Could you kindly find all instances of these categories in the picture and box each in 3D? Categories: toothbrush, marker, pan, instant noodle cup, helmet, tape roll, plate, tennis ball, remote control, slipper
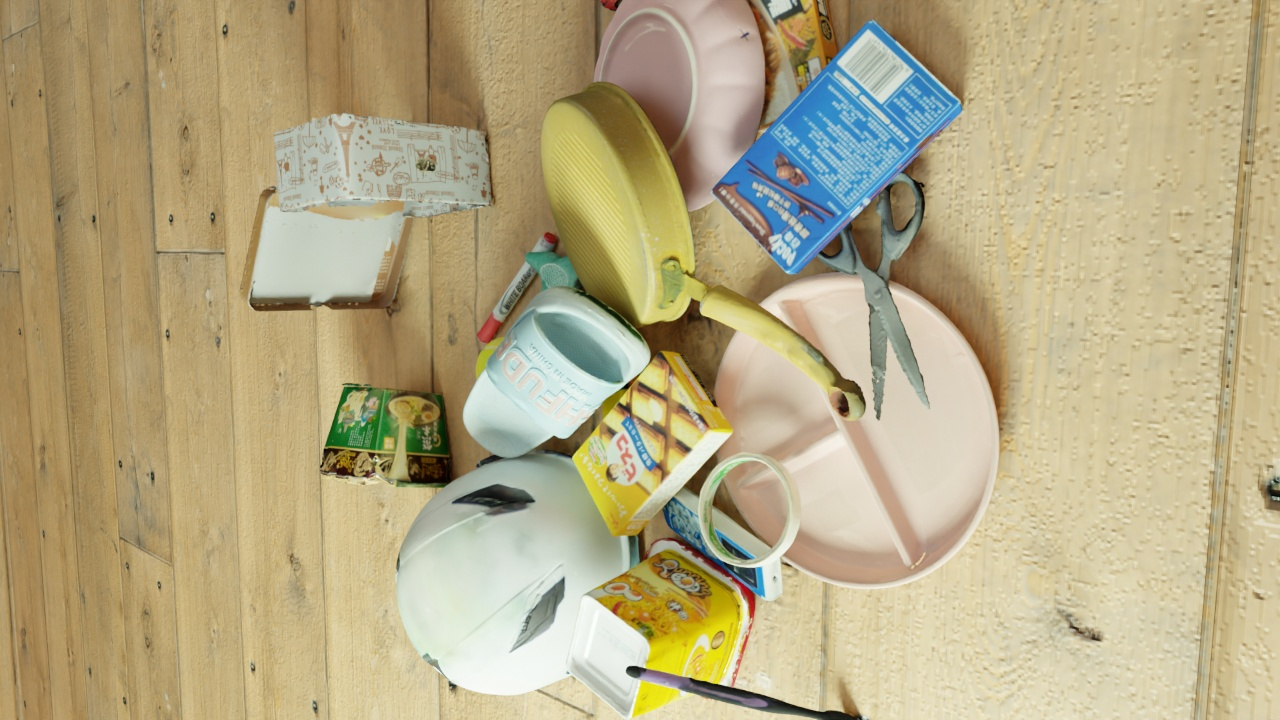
[{"bbox_3d":[0.078,0.253,0.687,0.017,0.189,0.014,124,160,-63],"label":"toothbrush"},{"bbox_3d":[-0.123,-0.070,0.907,0.146,0.017,0.017,-50,63,33],"label":"marker"},{"bbox_3d":[0.032,-0.072,0.696,0.357,0.078,0.198,54,157,34],"label":"pan"},{"bbox_3d":[0.013,0.222,0.748,0.116,0.123,0.116,27,112,36],"label":"instant noodle cup"},{"bbox_3d":[-0.140,0.205,0.861,0.259,0.145,0.229,-39,70,41],"label":"helmet"},{"bbox_3d":[0.082,0.113,0.696,0.086,0.014,0.085,-13,70,38],"label":"tape roll"},{"bbox_3d":[0.151,0.050,0.671,0.230,0.028,0.229,5,97,42],"label":"plate"},{"bbox_3d":[-0.127,0.009,0.887,0.066,0.065,0.065,6,99,41],"label":"tennis ball"},{"bbox_3d":[0.017,-0.214,0.729,0.193,0.039,0.192,14,108,49],"label":"plate"},{"bbox_3d":[0.065,0.143,0.746,0.125,0.024,0.049,32,144,42],"label":"remote control"},{"bbox_3d":[-0.090,0.023,0.781,0.104,0.074,0.246,42,136,-7],"label":"slipper"}]

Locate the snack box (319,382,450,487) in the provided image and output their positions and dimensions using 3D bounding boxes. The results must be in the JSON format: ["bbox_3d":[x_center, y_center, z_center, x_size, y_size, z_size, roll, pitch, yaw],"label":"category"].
[{"bbox_3d":[-0.273,0.083,1.007,0.118,0.117,0.105,2,84,39],"label":"snack box"}]

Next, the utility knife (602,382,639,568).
[{"bbox_3d":[-0.014,0.120,0.833,0.033,0.015,0.223,-2,94,49],"label":"utility knife"}]

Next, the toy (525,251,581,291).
[{"bbox_3d":[-0.070,-0.054,0.856,0.097,0.030,0.092,11,107,33],"label":"toy"}]

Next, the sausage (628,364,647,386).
[{"bbox_3d":[-0.005,0.005,0.807,0.022,0.021,0.165,-33,73,39],"label":"sausage"}]

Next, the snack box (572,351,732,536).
[{"bbox_3d":[0.006,0.070,0.759,0.141,0.033,0.087,-52,52,30],"label":"snack box"}]

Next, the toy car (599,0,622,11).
[{"bbox_3d":[-0.001,-0.332,0.761,0.107,0.031,0.049,-18,82,43],"label":"toy car"}]

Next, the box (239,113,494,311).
[{"bbox_3d":[-0.286,-0.155,0.934,0.270,0.179,0.136,-39,69,36],"label":"box"}]

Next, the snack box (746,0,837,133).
[{"bbox_3d":[0.101,-0.254,0.681,0.075,0.026,0.153,-13,86,41],"label":"snack box"}]

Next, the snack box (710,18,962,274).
[{"bbox_3d":[0.132,-0.144,0.631,0.157,0.026,0.084,-45,75,18],"label":"snack box"}]

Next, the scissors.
[{"bbox_3d":[0.159,-0.049,0.625,0.164,0.014,0.164,32,95,41],"label":"scissors"}]
